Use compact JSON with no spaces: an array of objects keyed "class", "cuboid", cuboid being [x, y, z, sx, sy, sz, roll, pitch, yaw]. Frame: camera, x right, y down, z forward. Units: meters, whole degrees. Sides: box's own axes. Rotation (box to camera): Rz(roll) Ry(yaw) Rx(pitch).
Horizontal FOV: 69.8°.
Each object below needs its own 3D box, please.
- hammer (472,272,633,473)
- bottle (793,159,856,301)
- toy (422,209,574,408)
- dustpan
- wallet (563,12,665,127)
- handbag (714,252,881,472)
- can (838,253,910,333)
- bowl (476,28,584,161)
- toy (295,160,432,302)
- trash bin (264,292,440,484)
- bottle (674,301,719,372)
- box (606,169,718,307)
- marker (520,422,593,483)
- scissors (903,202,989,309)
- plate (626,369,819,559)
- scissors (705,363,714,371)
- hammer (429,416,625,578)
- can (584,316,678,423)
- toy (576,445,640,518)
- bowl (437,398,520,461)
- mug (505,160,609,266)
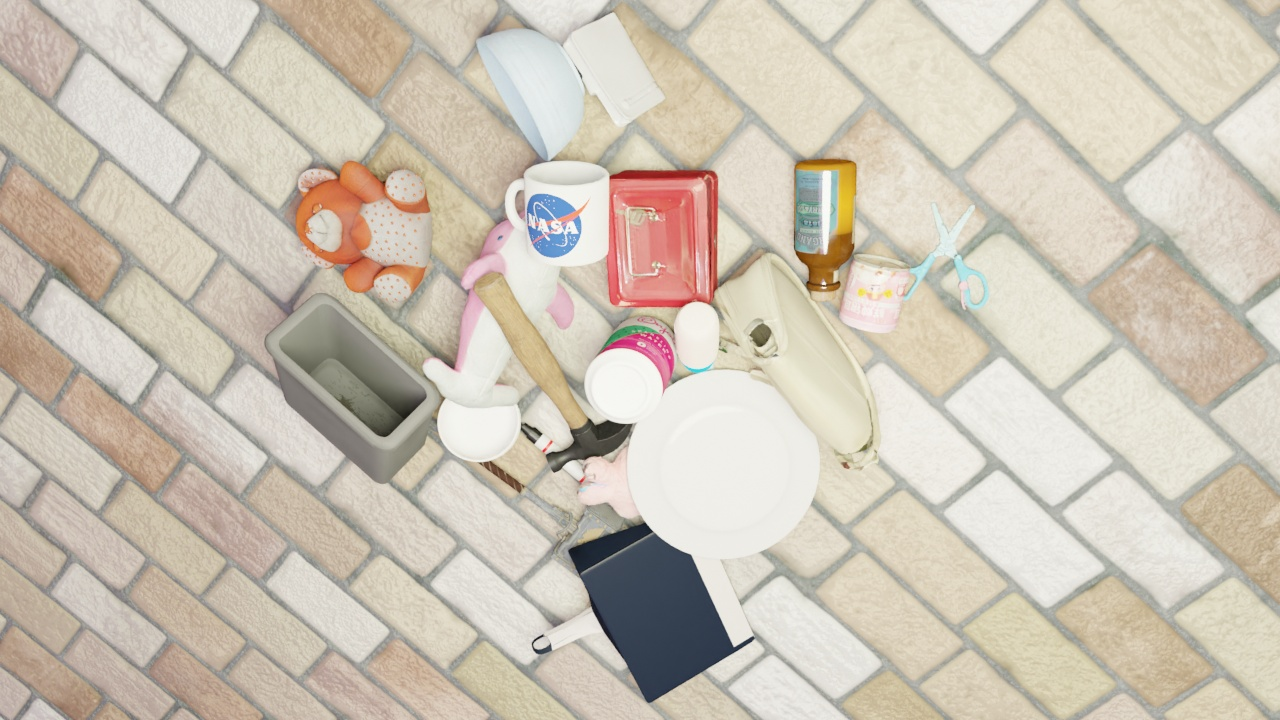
[{"class":"hammer","cuboid":[-0.107,0.013,1.094,0.132,0.040,0.306,-25,131,3]},{"class":"bottle","cuboid":[0.208,-0.145,1.037,0.068,0.067,0.157,1,109,11]},{"class":"toy","cuboid":[-0.174,-0.073,1.113,0.128,0.186,0.265,24,90,42]},{"class":"dustpan","cuboid":[-0.015,0.338,1.231,0.273,0.080,0.236,-28,114,-9]},{"class":"wallet","cuboid":[-0.029,-0.322,1.023,0.032,0.086,0.116,-23,100,54]},{"class":"handbag","cuboid":[0.165,0.014,1.049,0.132,0.183,0.229,-37,114,22]},{"class":"can","cuboid":[0.267,-0.077,1.048,0.067,0.067,0.076,12,109,7]},{"class":"bowl","cuboid":[-0.110,-0.304,1.014,0.074,0.150,0.150,-33,101,-5]},{"class":"toy","cuboid":[-0.345,-0.163,1.126,0.172,0.092,0.164,11,112,9]},{"class":"trash bin","cuboid":[-0.351,0.044,1.126,0.192,0.097,0.220,42,155,0]},{"class":"bottle","cuboid":[0.067,-0.019,1.084,0.051,0.146,0.051,-1,67,3]},{"class":"box","cuboid":[0.023,-0.141,1.064,0.129,0.086,0.158,2,110,9]},{"class":"marker","cuboid":[-0.108,0.127,1.218,0.145,0.019,0.019,40,111,-4]},{"class":"scissors","cuboid":[0.340,-0.112,1.054,0.126,0.015,0.136,-20,98,16]},{"class":"plate","cuboid":[0.104,0.133,1.143,0.242,0.016,0.242,0,97,-1]},{"class":"scissors","cuboid":[0.079,0.075,1.169,0.076,0.017,0.174,12,107,11]},{"class":"hammer","cuboid":[-0.179,0.160,1.235,0.322,0.044,0.099,36,112,0]},{"class":"can","cuboid":[-0.006,0.006,1.078,0.088,0.165,0.088,3,109,10]},{"class":"toy","cuboid":[-0.028,0.155,1.182,0.105,0.053,0.108,3,118,-20]},{"class":"bowl","cuboid":[-0.207,0.080,1.193,0.105,0.054,0.105,0,85,-1]},{"class":"mug","cuboid":[-0.095,-0.165,1.013,0.121,0.090,0.090,13,121,19]}]
